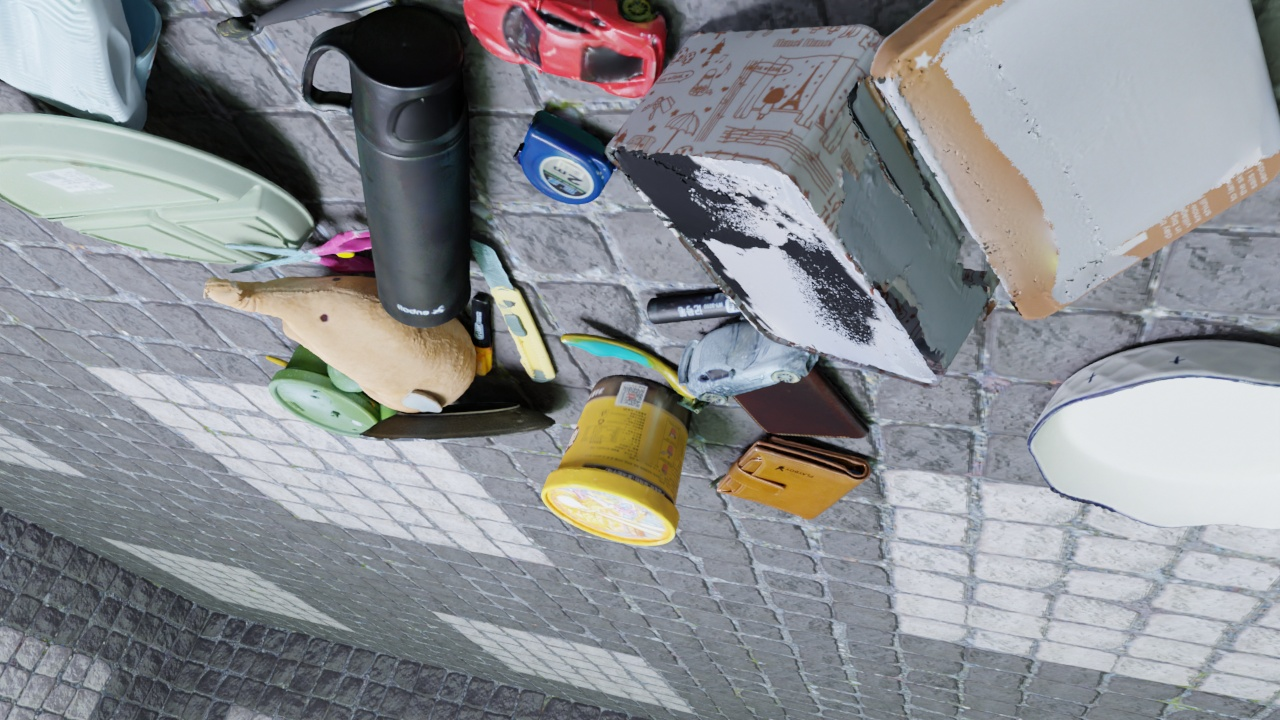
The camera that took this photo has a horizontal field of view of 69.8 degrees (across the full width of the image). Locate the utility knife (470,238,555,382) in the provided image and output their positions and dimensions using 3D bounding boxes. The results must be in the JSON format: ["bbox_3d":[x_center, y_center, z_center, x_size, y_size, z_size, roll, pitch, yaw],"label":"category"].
[{"bbox_3d":[-0.101,-0.035,0.747,0.031,0.021,0.208,4,145,12],"label":"utility knife"}]

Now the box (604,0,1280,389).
[{"bbox_3d":[0.131,-0.085,0.421,0.272,0.132,0.179,-13,140,36],"label":"box"}]

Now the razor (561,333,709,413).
[{"bbox_3d":[-0.004,0.004,0.742,0.132,0.028,0.043,27,-178,-21],"label":"razor"}]

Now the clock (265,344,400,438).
[{"bbox_3d":[-0.293,0.028,0.917,0.161,0.056,0.116,0,148,30],"label":"clock"}]

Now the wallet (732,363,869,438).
[{"bbox_3d":[0.115,0.029,0.730,0.096,0.020,0.122,0,149,39],"label":"wallet"}]

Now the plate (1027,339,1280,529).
[{"bbox_3d":[0.365,0.051,0.600,0.205,0.045,0.205,14,152,7],"label":"plate"}]

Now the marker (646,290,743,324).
[{"bbox_3d":[0.064,-0.040,0.636,0.132,0.020,0.022,-4,174,33],"label":"marker"}]

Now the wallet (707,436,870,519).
[{"bbox_3d":[0.131,0.106,0.846,0.119,0.035,0.131,13,154,-5],"label":"wallet"}]

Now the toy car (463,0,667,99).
[{"bbox_3d":[-0.039,-0.164,0.462,0.106,0.031,0.049,18,151,3],"label":"toy car"}]

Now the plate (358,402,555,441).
[{"bbox_3d":[-0.169,0.055,0.854,0.179,0.024,0.179,-2,-179,0],"label":"plate"}]

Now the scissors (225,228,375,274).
[{"bbox_3d":[-0.245,-0.078,0.694,0.133,0.017,0.131,-11,171,8],"label":"scissors"}]

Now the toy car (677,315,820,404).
[{"bbox_3d":[0.076,-0.005,0.652,0.036,0.054,0.121,34,147,-31],"label":"toy car"}]

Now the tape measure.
[{"bbox_3d":[-0.045,-0.119,0.548,0.058,0.025,0.055,27,152,-10],"label":"tape measure"}]

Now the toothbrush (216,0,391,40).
[{"bbox_3d":[-0.149,-0.193,0.473,0.213,0.027,0.026,-2,108,32],"label":"toothbrush"}]

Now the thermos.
[{"bbox_3d":[-0.152,-0.111,0.579,0.090,0.068,0.243,11,151,-4],"label":"thermos"}]

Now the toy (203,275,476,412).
[{"bbox_3d":[-0.231,-0.026,0.742,0.144,0.082,0.226,-16,146,27],"label":"toy"}]

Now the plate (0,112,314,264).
[{"bbox_3d":[-0.355,-0.113,0.660,0.230,0.027,0.230,6,168,1],"label":"plate"}]

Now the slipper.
[{"bbox_3d":[-0.325,-0.195,0.512,0.104,0.074,0.246,24,169,-25],"label":"slipper"}]

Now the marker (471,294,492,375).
[{"bbox_3d":[-0.136,-0.021,0.786,0.018,0.015,0.124,14,150,-2],"label":"marker"}]

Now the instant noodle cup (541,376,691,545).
[{"bbox_3d":[-0.013,0.085,0.799,0.118,0.114,0.119,14,152,7],"label":"instant noodle cup"}]
